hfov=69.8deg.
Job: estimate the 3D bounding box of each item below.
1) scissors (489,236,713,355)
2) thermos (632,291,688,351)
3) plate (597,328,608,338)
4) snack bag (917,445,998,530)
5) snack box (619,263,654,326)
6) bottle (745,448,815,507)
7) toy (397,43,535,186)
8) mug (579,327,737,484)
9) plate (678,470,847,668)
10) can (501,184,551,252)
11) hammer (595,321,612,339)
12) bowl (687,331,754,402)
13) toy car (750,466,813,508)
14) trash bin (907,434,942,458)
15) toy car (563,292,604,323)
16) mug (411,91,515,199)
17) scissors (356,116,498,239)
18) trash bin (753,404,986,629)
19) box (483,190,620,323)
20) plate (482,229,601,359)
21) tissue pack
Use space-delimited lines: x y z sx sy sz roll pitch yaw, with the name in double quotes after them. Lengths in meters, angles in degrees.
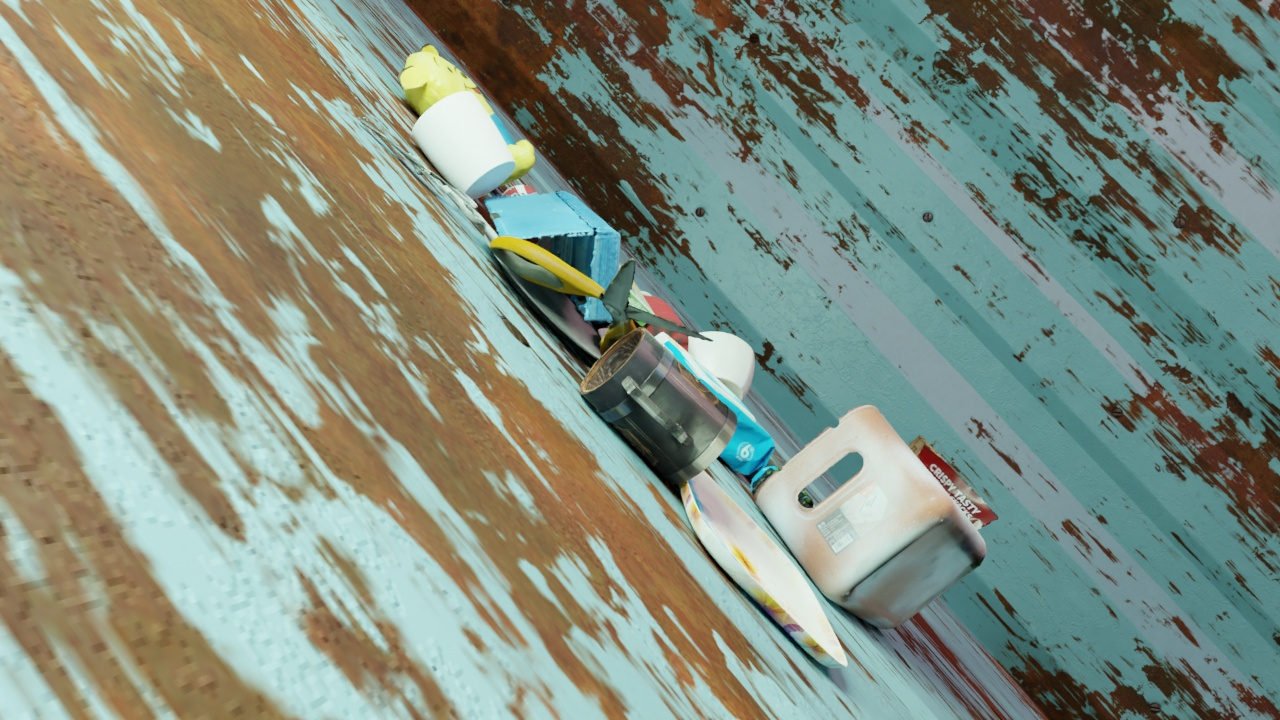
-0.029 -0.041 0.783 0.225 0.016 0.229 24 -23 27 "scissors"
0.012 -0.050 1.246 0.073 0.073 0.239 46 7 -17 "thermos"
-0.006 0.006 0.948 0.104 0.026 0.104 57 2 -3 "plate"
0.348 0.222 1.227 0.066 0.208 0.139 41 10 -46 "snack bag"
-0.051 -0.122 1.161 0.132 0.027 0.168 42 9 -27 "snack box"
0.173 0.150 1.227 0.174 0.046 0.083 52 8 28 "bottle"
-0.230 -0.314 1.194 0.214 0.084 0.149 44 6 -11 "toy"
0.017 0.040 0.733 0.107 0.080 0.116 45 2 -15 "mug"
0.094 0.167 0.771 0.187 0.016 0.187 46 7 -13 "plate"
-0.128 -0.163 1.092 0.096 0.054 0.054 52 8 33 "can"
-0.056 -0.078 1.143 0.138 0.035 0.314 44 8 -19 "hammer"
0.096 0.023 1.222 0.116 0.117 0.065 43 36 -36 "bowl"
0.174 0.167 1.142 0.105 0.048 0.032 41 6 -35 "toy car"
0.376 0.229 1.353 0.151 0.210 0.151 47 8 -9 "trash bin"
-0.051 -0.073 1.021 0.043 0.056 0.120 59 -11 -29 "toy car"
-0.191 -0.223 1.000 0.087 0.080 0.114 54 -24 2 "mug"
-0.194 -0.169 0.848 0.141 0.014 0.147 33 12 -50 "scissors"
0.281 0.197 1.083 0.259 0.182 0.157 40 13 -52 "trash bin"
-0.099 -0.111 0.928 0.112 0.094 0.231 -1 20 -14 "box"
-0.094 -0.060 0.899 0.178 0.012 0.178 47 7 -8 "plate"
0.074 0.050 1.110 0.209 0.066 0.117 40 9 -37 "tissue pack"
